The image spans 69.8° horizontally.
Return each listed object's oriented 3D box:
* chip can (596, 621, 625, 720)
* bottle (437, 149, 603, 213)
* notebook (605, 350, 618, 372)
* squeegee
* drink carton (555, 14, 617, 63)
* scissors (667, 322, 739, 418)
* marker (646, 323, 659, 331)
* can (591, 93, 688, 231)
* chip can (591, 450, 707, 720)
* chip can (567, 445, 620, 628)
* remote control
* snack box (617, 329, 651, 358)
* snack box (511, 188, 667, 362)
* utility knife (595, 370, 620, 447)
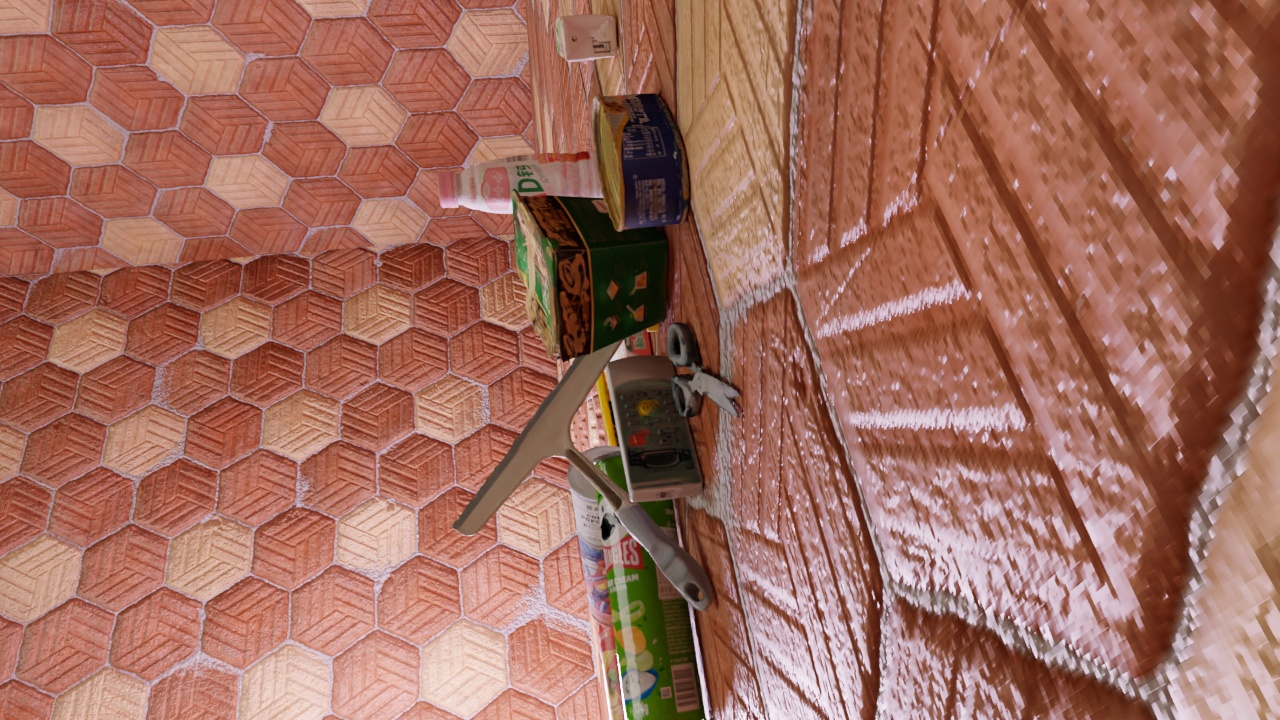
[{"bbox_3d":[-0.015,0.318,1.051,0.073,0.073,0.216,97,165,-60],"label":"chip can"},{"bbox_3d":[-0.135,-0.205,1.071,0.068,0.197,0.068,172,91,-83],"label":"bottle"},{"bbox_3d":[-0.036,-0.003,1.183,0.151,0.012,0.208,92,169,-46],"label":"notebook"},{"bbox_3d":[-0.015,0.120,0.756,0.246,0.246,0.039,41,-173,38],"label":"squeegee"},{"bbox_3d":[-0.056,-0.327,0.931,0.122,0.053,0.045,-113,18,-69],"label":"drink carton"},{"bbox_3d":[0.039,0.006,0.615,0.174,0.014,0.140,98,163,-62],"label":"scissors"},{"bbox_3d":[0.001,-0.069,0.842,0.123,0.015,0.018,-101,13,-47],"label":"marker"},{"bbox_3d":[-0.003,-0.148,0.674,0.148,0.049,0.075,-106,12,-53],"label":"can"},{"bbox_3d":[0.006,0.197,0.796,0.072,0.072,0.235,104,158,-70],"label":"chip can"},{"bbox_3d":[-0.030,0.188,0.955,0.071,0.071,0.215,-104,8,-49],"label":"chip can"},{"bbox_3d":[0.009,0.049,0.718,0.019,0.056,0.135,93,169,-47],"label":"remote control"},{"bbox_3d":[-0.005,0.005,0.902,0.077,0.027,0.155,107,156,-73],"label":"snack box"},{"bbox_3d":[-0.039,-0.078,0.755,0.118,0.105,0.118,-123,26,-47],"label":"snack box"},{"bbox_3d":[-0.040,0.086,1.266,0.033,0.015,0.197,41,-145,-72],"label":"utility knife"}]
